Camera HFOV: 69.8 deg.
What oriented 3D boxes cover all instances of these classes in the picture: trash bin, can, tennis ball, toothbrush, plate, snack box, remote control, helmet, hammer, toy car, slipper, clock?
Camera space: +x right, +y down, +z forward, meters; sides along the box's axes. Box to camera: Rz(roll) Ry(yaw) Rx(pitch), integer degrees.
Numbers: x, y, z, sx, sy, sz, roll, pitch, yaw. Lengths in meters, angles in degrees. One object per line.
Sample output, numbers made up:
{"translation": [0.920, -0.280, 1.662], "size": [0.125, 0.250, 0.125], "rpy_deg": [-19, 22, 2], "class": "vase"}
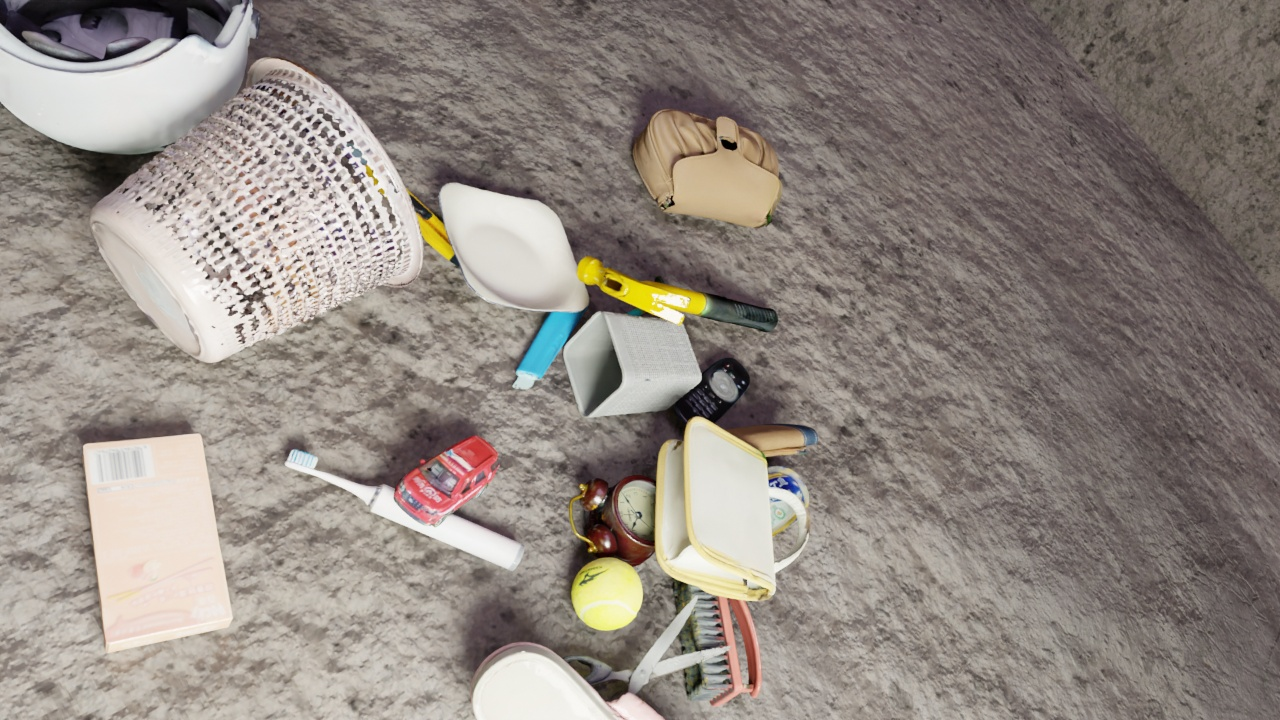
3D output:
{"translation": [-0.330, -0.110, 0.776], "size": [0.227, 0.228, 0.191], "rpy_deg": [46, 59, 1], "class": "trash bin"}
{"translation": [0.118, 0.164, 0.990], "size": [0.147, 0.049, 0.074], "rpy_deg": [-17, 71, -40], "class": "can"}
{"translation": [-0.031, 0.214, 0.844], "size": [0.065, 0.066, 0.065], "rpy_deg": [17, 52, -24], "class": "tennis ball"}
{"translation": [-0.206, 0.132, 0.808], "size": [0.221, 0.027, 0.026], "rpy_deg": [27, 73, -16], "class": "toothbrush"}
{"translation": [-0.143, -0.114, 0.998], "size": [0.164, 0.034, 0.163], "rpy_deg": [5, 54, -42], "class": "plate"}
{"translation": [-0.368, 0.133, 0.697], "size": [0.084, 0.026, 0.157], "rpy_deg": [-4, 63, -36], "class": "snack box"}
{"translation": [0.081, 0.041, 1.065], "size": [0.053, 0.024, 0.136], "rpy_deg": [47, 45, 5], "class": "remote control"}
{"translation": [-0.462, -0.274, 0.819], "size": [0.229, 0.146, 0.258], "rpy_deg": [4, 41, -17], "class": "helmet"}
{"translation": [0.068, -0.065, 1.066], "size": [0.129, 0.033, 0.300], "rpy_deg": [30, 14, 39], "class": "hammer"}
{"translation": [-0.170, 0.104, 0.818], "size": [0.053, 0.045, 0.120], "rpy_deg": [37, 26, 7], "class": "toy car"}
{"translation": [-0.027, 0.329, 0.751], "size": [0.274, 0.114, 0.054], "rpy_deg": [43, 2, -10], "class": "slipper"}
{"translation": [-0.019, 0.156, 0.897], "size": [0.121, 0.055, 0.082], "rpy_deg": [9, 57, -33], "class": "clock"}

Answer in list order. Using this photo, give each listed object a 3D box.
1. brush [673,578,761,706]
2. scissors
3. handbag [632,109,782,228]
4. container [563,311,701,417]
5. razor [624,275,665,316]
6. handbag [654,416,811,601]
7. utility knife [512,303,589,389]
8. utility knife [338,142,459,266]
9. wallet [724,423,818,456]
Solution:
{"translation": [0.075, 0.254, 0.891], "size": [0.069, 0.063, 0.145], "rpy_deg": [4, 57, -19], "class": "brush"}
{"translation": [-0.005, 0.282, 0.818], "size": [0.159, 0.014, 0.178], "rpy_deg": [19, 66, -6], "class": "scissors"}
{"translation": [0.097, -0.258, 1.223], "size": [0.204, 0.100, 0.147], "rpy_deg": [5, 61, -28], "class": "handbag"}
{"translation": [-0.006, 0.006, 0.987], "size": [0.114, 0.090, 0.090], "rpy_deg": [1, 61, -37], "class": "container"}
{"translation": [-0.003, -0.056, 1.068], "size": [0.043, 0.028, 0.132], "rpy_deg": [58, 41, -7], "class": "razor"}
{"translation": [0.097, 0.158, 0.906], "size": [0.178, 0.063, 0.163], "rpy_deg": [27, 43, -25], "class": "handbag"}
{"translation": [-0.097, -0.024, 0.992], "size": [0.034, 0.018, 0.161], "rpy_deg": [27, 49, 0], "class": "utility knife"}
{"translation": [-0.253, -0.171, 0.985], "size": [0.192, 0.015, 0.033], "rpy_deg": [43, 43, -2], "class": "utility knife"}
{"translation": [0.127, 0.090, 1.023], "size": [0.115, 0.090, 0.033], "rpy_deg": [-1, 90, -35], "class": "wallet"}
